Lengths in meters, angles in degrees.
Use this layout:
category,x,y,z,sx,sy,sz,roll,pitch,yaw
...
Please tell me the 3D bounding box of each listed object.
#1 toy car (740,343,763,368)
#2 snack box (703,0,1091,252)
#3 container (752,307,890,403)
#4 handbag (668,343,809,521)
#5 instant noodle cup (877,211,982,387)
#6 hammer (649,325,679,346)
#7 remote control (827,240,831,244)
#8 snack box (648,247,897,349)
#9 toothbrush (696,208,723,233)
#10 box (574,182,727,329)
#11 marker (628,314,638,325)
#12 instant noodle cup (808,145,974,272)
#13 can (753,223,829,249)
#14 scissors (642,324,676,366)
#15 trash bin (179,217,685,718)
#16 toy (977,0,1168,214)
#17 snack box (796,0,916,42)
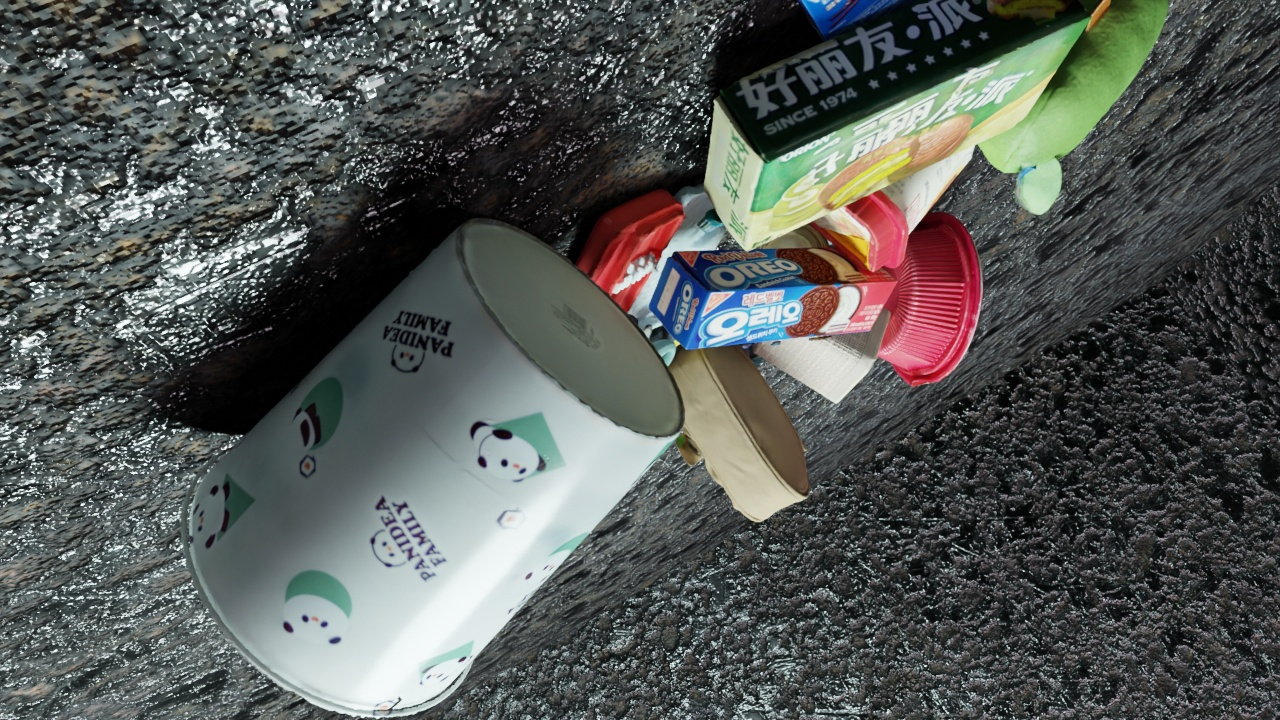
category,x,y,z,sx,sy,sz,roll,pitch,yaw
toy car,0.119,-0.001,1.093,0.090,0.034,0.043,-19,155,-40
snack box,0.161,-0.167,0.604,0.240,0.063,0.115,-25,162,-10
container,0.191,-0.029,0.983,0.090,0.111,0.090,-62,-179,-34
handbag,0.096,0.066,0.969,0.100,0.204,0.147,-31,-179,24
instant noodle cup,0.292,-0.069,1.013,0.065,0.193,0.194,3,150,-16
hammer,-0.032,0.016,0.900,0.323,0.032,0.126,-34,162,5
remote control,0.223,-0.161,0.871,0.136,0.020,0.055,-38,162,17
snack box,0.109,-0.052,0.734,0.207,0.057,0.058,-6,133,-34
toothbrush,0.085,-0.116,0.714,0.018,0.016,0.191,-40,174,29
box,-0.001,-0.068,0.736,0.157,0.038,0.202,-31,164,-36
marker,-0.035,0.002,0.753,0.022,0.018,0.131,-19,160,-34
instant noodle cup,0.191,-0.153,0.718,0.124,0.116,0.116,-44,161,-1
can,0.141,-0.080,0.861,0.075,0.075,0.111,-33,161,2
scissors,0.001,-0.001,0.812,0.139,0.019,0.180,-33,165,-26
trash bin,-0.122,0.061,0.595,0.252,0.229,0.229,-44,159,19
toy,0.346,-0.239,0.722,0.246,0.090,0.227,-51,160,-14
snack box,0.148,-0.228,0.570,0.085,0.026,0.157,-37,161,17
